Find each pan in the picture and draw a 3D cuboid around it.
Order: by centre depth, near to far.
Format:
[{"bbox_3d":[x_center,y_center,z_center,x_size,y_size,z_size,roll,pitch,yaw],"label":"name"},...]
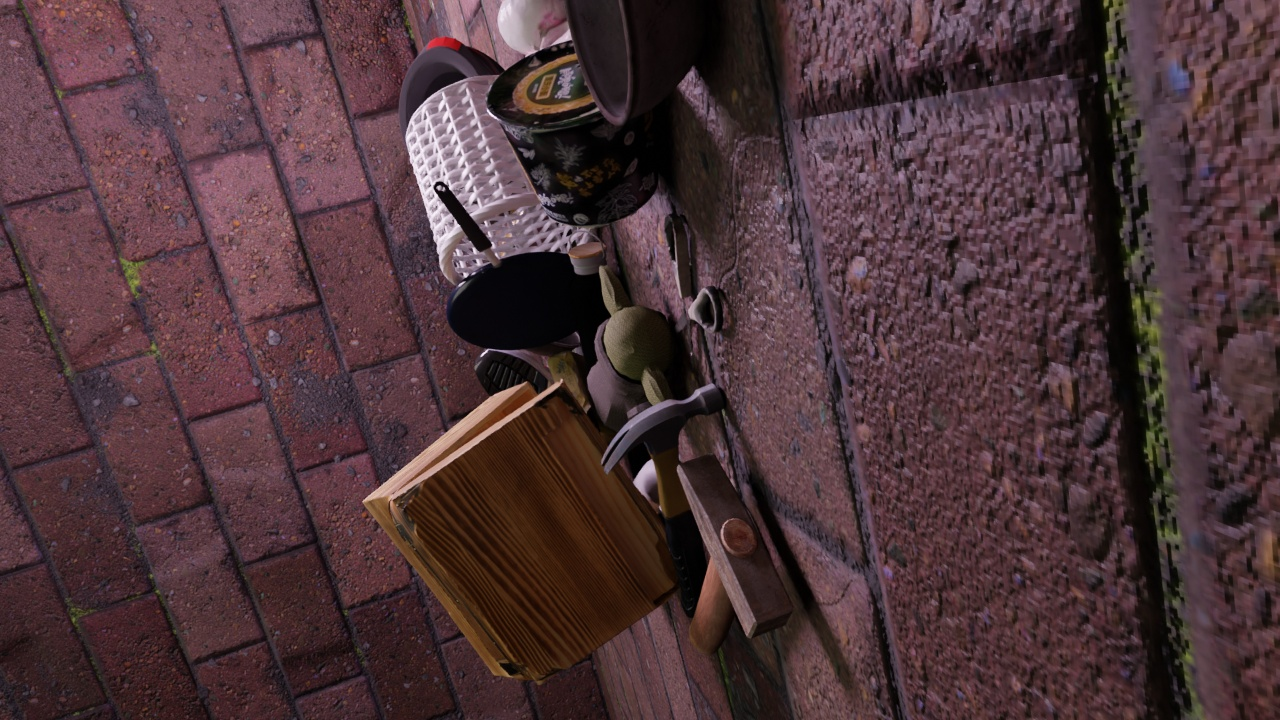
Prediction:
[{"bbox_3d":[-0.158,-0.099,1.066,0.356,0.199,0.021,60,-167,-61],"label":"pan"},{"bbox_3d":[-0.181,-0.089,1.479,0.055,0.187,0.356,-62,12,13],"label":"pan"}]

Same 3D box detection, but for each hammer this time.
[{"bbox_3d":[0.073,0.220,0.884,0.301,0.037,0.157,93,156,-57],"label":"hammer"},{"bbox_3d":[0.040,0.160,0.911,0.333,0.117,0.025,77,167,-44],"label":"hammer"}]

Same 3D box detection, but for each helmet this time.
[{"bbox_3d":[-0.234,-0.316,1.293,0.169,0.164,0.265,-47,-39,-64],"label":"helmet"}]

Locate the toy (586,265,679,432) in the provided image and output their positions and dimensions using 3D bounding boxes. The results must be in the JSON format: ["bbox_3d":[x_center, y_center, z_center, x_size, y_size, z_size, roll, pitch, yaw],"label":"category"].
[{"bbox_3d":[-0.006,0.005,0.933,0.153,0.078,0.179,108,142,-57],"label":"toy"}]

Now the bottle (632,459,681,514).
[{"bbox_3d":[0.022,0.141,1.056,0.195,0.052,0.052,112,139,-71],"label":"bottle"}]

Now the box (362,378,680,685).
[{"bbox_3d":[-0.124,0.199,1.047,0.264,0.268,0.279,-16,111,52],"label":"box"}]

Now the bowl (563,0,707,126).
[{"bbox_3d":[-0.001,-0.235,0.607,0.145,0.067,0.145,162,91,-78],"label":"bowl"}]

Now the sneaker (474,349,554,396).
[{"bbox_3d":[-0.143,0.042,1.398,0.239,0.089,0.124,37,-161,-18],"label":"sneaker"}]

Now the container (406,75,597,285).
[{"bbox_3d":[-0.169,-0.208,1.104,0.190,0.189,0.186,99,152,-64],"label":"container"}]

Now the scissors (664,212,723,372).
[{"bbox_3d":[0.043,-0.053,0.796,0.157,0.012,0.169,-139,32,-71],"label":"scissors"}]

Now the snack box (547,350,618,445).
[{"bbox_3d":[-0.068,0.055,1.217,0.181,0.045,0.121,28,-139,-76],"label":"snack box"}]

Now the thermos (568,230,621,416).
[{"bbox_3d":[-0.044,-0.043,1.075,0.061,0.061,0.231,-130,25,-61],"label":"thermos"}]

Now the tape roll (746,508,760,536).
[{"bbox_3d":[0.094,0.174,0.864,0.094,0.018,0.094,163,90,-77],"label":"tape roll"}]

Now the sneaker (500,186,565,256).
[{"bbox_3d":[-0.148,-0.168,1.302,0.242,0.087,0.118,119,158,-43],"label":"sneaker"}]

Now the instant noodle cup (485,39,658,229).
[{"bbox_3d":[-0.045,-0.184,0.758,0.137,0.137,0.112,-119,9,-45],"label":"instant noodle cup"}]

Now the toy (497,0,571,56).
[{"bbox_3d":[-0.096,-0.338,0.868,0.159,0.084,0.194,-42,61,56],"label":"toy"}]
